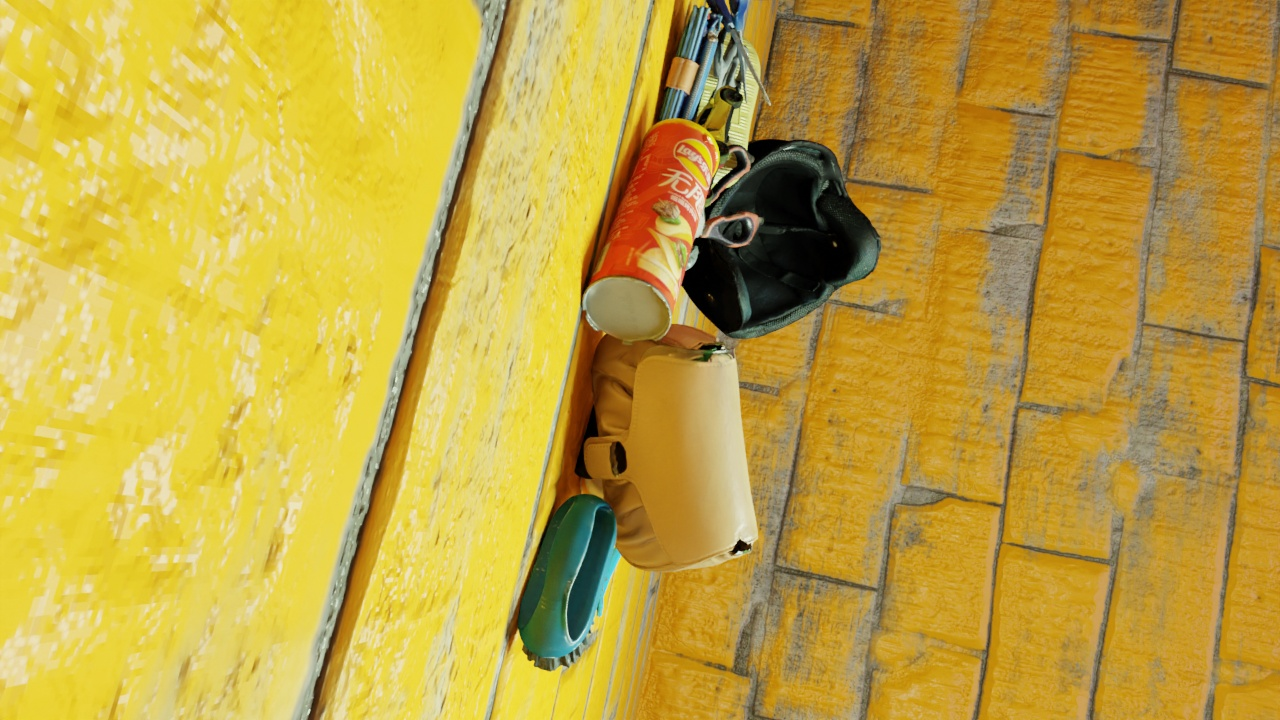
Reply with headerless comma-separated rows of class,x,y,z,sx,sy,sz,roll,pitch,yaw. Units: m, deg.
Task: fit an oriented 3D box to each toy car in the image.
toy car,0.067,-0.213,0.900,0.071,0.041,0.155,111,-1,-53

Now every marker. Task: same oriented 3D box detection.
marker,-0.035,0.045,0.826,0.022,0.020,0.131,-39,-148,52

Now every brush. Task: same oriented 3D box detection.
brush,-0.053,0.156,0.688,0.143,0.055,0.074,-72,171,-46
brush,-0.020,0.229,1.204,0.253,0.046,0.083,-65,169,-51

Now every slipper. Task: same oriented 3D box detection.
slipper,0.077,-0.283,1.045,0.082,0.091,0.190,-11,-110,59

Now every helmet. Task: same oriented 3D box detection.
helmet,0.148,-0.162,1.165,0.230,0.233,0.275,41,-36,46

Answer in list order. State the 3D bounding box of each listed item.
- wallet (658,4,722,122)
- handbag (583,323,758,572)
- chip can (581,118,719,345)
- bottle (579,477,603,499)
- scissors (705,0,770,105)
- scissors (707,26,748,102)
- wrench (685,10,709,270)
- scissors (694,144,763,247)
wallet,0.046,-0.270,0.905,0.106,0.040,0.133,-49,156,-83
handbag,0.019,0.071,0.744,0.148,0.099,0.204,-7,-89,53
chip can,0.012,-0.111,0.747,0.073,0.073,0.216,94,10,-46
bottle,-0.024,0.132,0.865,0.109,0.063,0.063,90,13,-57
scissors,0.091,-0.320,0.879,0.162,0.012,0.172,79,-10,-73
scissors,0.083,-0.271,0.978,0.136,0.014,0.175,-15,111,-57
wrench,0.047,-0.231,0.976,0.016,0.056,0.273,-157,-109,-63
scissors,0.068,-0.145,0.965,0.215,0.015,0.195,18,81,-48
